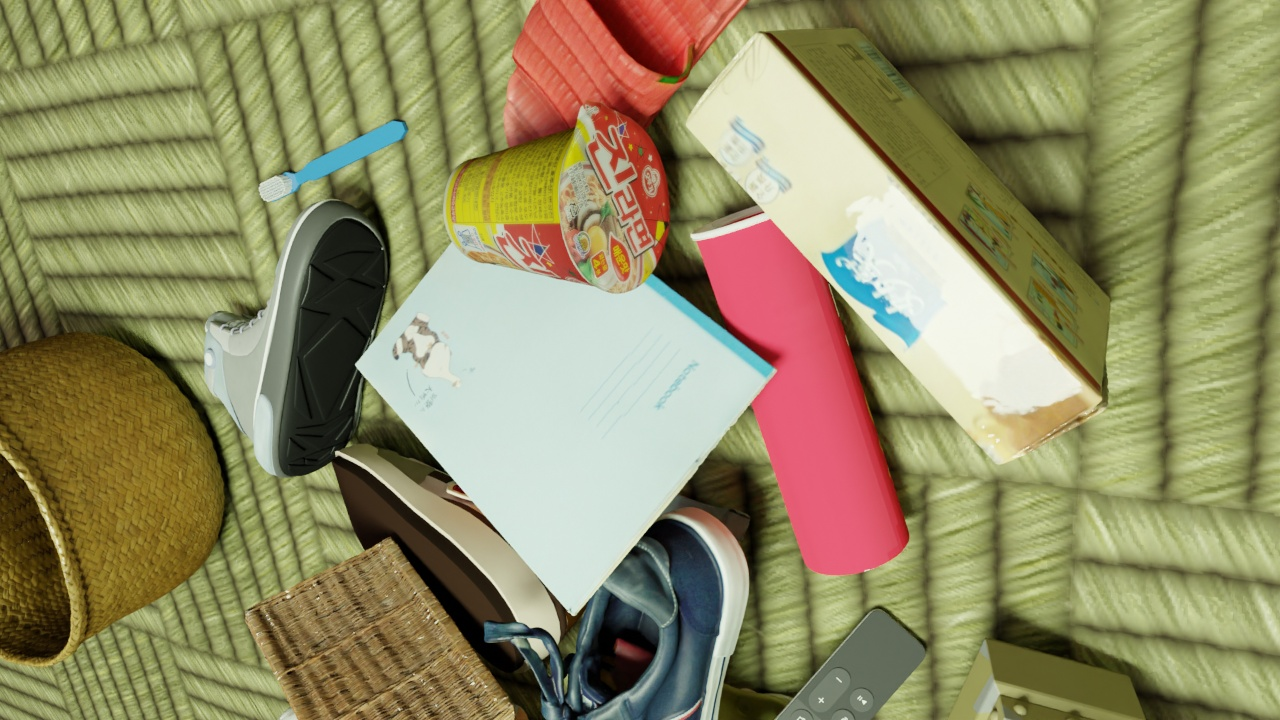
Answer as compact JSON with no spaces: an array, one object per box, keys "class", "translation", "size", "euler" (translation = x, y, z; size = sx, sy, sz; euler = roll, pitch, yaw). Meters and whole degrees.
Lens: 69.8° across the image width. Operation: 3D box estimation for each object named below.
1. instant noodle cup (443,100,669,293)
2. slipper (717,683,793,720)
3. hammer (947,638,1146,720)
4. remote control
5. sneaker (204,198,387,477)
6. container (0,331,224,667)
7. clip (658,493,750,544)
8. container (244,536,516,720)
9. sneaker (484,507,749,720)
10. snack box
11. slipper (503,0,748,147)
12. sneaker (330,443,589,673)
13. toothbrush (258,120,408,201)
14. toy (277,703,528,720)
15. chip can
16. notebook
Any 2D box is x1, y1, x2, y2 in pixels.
[{"class":"instant noodle cup","translation":[-0.055,-0.090,0.550],"size":[0.113,0.100,0.100],"euler":[3,111,37]},{"class":"slipper","translation":[0.091,0.277,0.668],"size":[0.190,0.091,0.082],"euler":[41,100,11]},{"class":"hammer","translation":[0.339,0.279,0.485],"size":[0.325,0.189,0.101],"euler":[14,117,6]},{"class":"remote control","translation":[0.128,0.234,0.616],"size":[0.045,0.008,0.146],"euler":[41,92,10]},{"class":"sneaker","translation":[-0.302,-0.037,0.761],"size":[0.160,0.092,0.257],"euler":[33,122,24]},{"class":"container","translation":[-0.569,0.124,0.911],"size":[0.307,0.196,0.307],"euler":[13,116,28]},{"class":"clip","translation":[0.011,0.092,0.636],"size":[0.164,0.031,0.169],"euler":[31,160,-5]},{"class":"container","translation":[-0.175,0.239,0.641],"size":[0.198,0.113,0.113],"euler":[37,143,40]},{"class":"sneaker","translation":[-0.026,0.233,0.598],"size":[0.121,0.127,0.295],"euler":[34,125,36]},{"class":"snack box","translation":[0.134,-0.068,0.444],"size":[0.207,0.152,0.055],"euler":[49,123,4]},{"class":"slipper","translation":[-0.010,-0.197,0.534],"size":[0.103,0.059,0.250],"euler":[50,124,3]},{"class":"sneaker","translation":[-0.138,0.124,0.732],"size":[0.294,0.116,0.112],"euler":[20,127,44]},{"class":"toothbrush","translation":[-0.242,-0.154,0.714],"size":[0.167,0.014,0.016],"euler":[-13,103,33]},{"class":"toy","translation":[-0.197,0.381,0.754],"size":[0.265,0.261,0.282],"euler":[44,131,-2]},{"class":"chip can","translation":[0.099,0.017,0.552],"size":[0.069,0.069,0.220],"euler":[-12,104,33]},{"class":"notebook","translation":[-0.062,0.004,0.574],"size":[0.253,0.009,0.181],"euler":[40,93,32]}]
